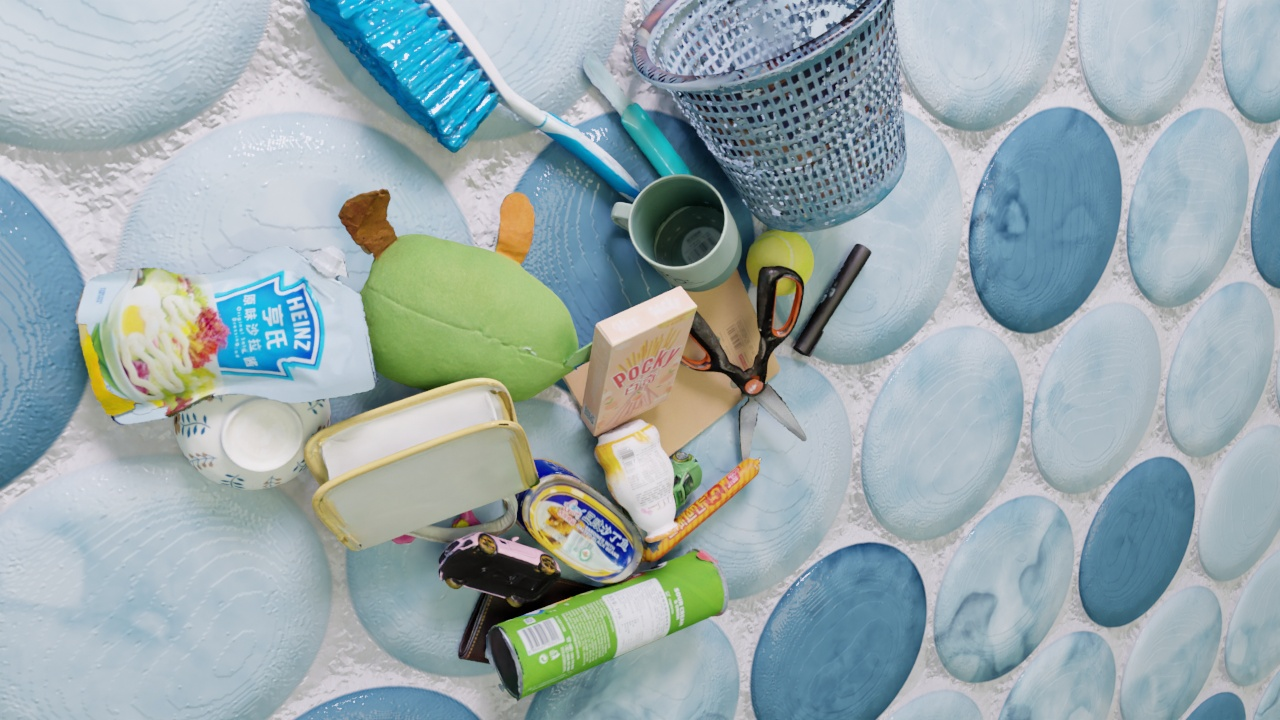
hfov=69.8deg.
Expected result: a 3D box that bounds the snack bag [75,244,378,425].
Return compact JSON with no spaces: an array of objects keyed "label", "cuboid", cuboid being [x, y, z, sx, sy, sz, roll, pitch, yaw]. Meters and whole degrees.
[{"label":"snack bag","cuboid":[-0.287,-0.019,0.643,0.191,0.039,0.110,-8,89,-1]}]

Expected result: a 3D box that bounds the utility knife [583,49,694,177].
[{"label":"utility knife","cuboid":[0.014,-0.194,0.827,0.029,0.013,0.209,-48,123,-8]}]

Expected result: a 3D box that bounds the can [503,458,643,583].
[{"label":"can","cuboid":[-0.061,0.151,0.856,0.148,0.049,0.074,44,80,-30]}]

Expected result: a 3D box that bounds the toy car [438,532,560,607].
[{"label":"toy car","cuboid":[-0.124,0.181,0.810,0.056,0.037,0.122,-47,133,14]}]

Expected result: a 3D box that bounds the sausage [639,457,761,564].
[{"label":"sausage","cuboid":[0.061,0.153,0.935,0.165,0.021,0.021,-39,119,-8]}]

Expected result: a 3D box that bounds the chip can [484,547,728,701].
[{"label":"chip can","cuboid":[-0.027,0.247,0.873,0.235,0.072,0.072,-13,109,-33]}]

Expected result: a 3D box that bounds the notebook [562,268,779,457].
[{"label":"notebook","cuboid":[0.036,0.010,0.898,0.207,0.008,0.148,-36,118,-16]}]

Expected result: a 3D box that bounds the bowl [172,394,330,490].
[{"label":"bowl","cuboid":[-0.289,0.048,0.693,0.113,0.062,0.113,-7,105,-28]}]

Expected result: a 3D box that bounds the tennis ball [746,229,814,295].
[{"label":"tennis ball","cuboid":[0.136,-0.095,0.893,0.065,0.065,0.065,-8,107,-28]}]

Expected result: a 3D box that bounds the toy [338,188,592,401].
[{"label":"toy","cuboid":[-0.148,-0.033,0.736,0.246,0.090,0.227,22,100,-36]}]

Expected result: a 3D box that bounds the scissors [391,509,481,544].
[{"label":"scissors","cuboid":[-0.167,0.121,0.810,0.128,0.017,0.133,-5,101,-26]}]

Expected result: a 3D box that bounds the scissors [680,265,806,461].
[{"label":"scissors","cuboid":[0.109,0.004,0.894,0.220,0.021,0.222,25,112,-24]}]

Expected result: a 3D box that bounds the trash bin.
[{"label":"trash bin","cuboid":[0.133,-0.227,0.787,0.226,0.227,0.195,-43,132,-13]}]

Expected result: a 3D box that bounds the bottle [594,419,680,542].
[{"label":"bottle","cuboid":[0.001,0.112,0.847,0.063,0.063,0.108,-23,91,-23]}]

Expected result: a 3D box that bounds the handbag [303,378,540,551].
[{"label":"handbag","cuboid":[-0.167,0.100,0.745,0.163,0.063,0.179,-19,142,-8]}]

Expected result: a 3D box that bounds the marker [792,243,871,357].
[{"label":"marker","cuboid":[0.203,-0.063,0.966,0.022,0.020,0.132,33,86,-21]}]

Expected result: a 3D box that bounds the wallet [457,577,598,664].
[{"label":"wallet","cuboid":[-0.104,0.250,0.877,0.122,0.020,0.096,23,90,-34]}]

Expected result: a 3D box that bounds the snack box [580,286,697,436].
[{"label":"snack box","cuboid":[-0.005,0.005,0.797,0.084,0.026,0.158,-25,156,-22]}]

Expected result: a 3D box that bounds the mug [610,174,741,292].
[{"label":"mug","cuboid":[0.030,-0.111,0.809,0.106,0.112,0.082,25,83,-74]}]

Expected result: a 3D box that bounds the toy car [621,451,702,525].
[{"label":"toy car","cuboid":[0.024,0.128,0.902,0.091,0.036,0.043,-33,132,-22]}]

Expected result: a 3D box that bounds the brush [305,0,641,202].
[{"label":"brush","cuboid":[-0.117,-0.203,0.732,0.109,0.060,0.314,-51,124,-13]}]
